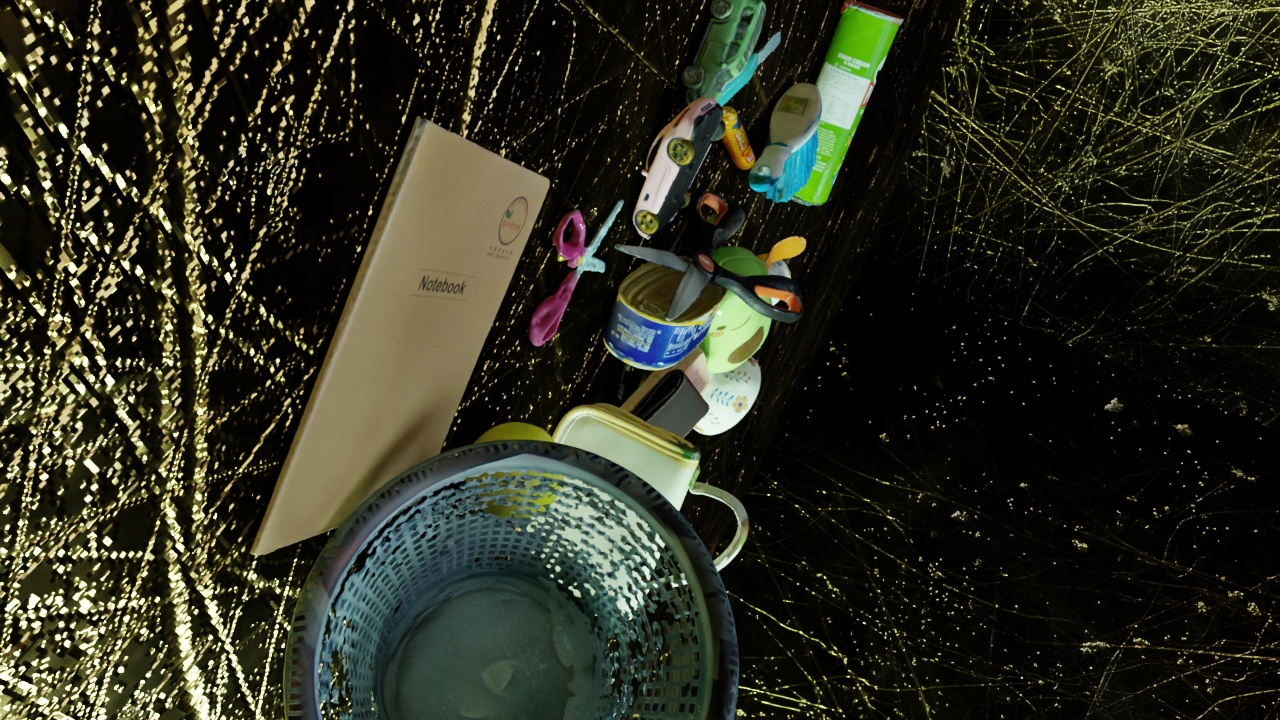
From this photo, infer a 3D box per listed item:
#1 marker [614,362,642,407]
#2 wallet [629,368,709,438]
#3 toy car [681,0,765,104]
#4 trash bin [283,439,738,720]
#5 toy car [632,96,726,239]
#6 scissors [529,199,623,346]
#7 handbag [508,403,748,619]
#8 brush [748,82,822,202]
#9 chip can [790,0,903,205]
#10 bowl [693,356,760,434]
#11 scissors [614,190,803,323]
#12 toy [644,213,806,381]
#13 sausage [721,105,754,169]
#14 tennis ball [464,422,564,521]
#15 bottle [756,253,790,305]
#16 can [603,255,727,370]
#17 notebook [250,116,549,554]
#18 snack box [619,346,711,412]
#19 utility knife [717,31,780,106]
[{"bbox_3d":[-0.005,0.005,0.868,0.020,0.022,0.132,-103,-159,-48],"label":"marker"},{"bbox_3d":[0.020,0.061,0.865,0.096,0.020,0.122,-45,156,-2],"label":"wallet"},{"bbox_3d":[0.061,-0.228,0.674,0.091,0.036,0.043,-63,168,11],"label":"toy car"},{"bbox_3d":[-0.081,0.182,0.540,0.226,0.226,0.195,-58,180,-27],"label":"trash bin"},{"bbox_3d":[0.024,-0.144,0.685,0.056,0.037,0.123,-42,166,-41],"label":"toy car"},{"bbox_3d":[-0.043,-0.061,0.625,0.133,0.017,0.128,-1,113,-79],"label":"scissors"},{"bbox_3d":[-0.004,0.136,0.775,0.063,0.179,0.163,-14,127,-79],"label":"handbag"},{"bbox_3d":[0.140,-0.202,0.909,0.313,0.060,0.110,-65,165,-47],"label":"brush"},{"bbox_3d":[0.237,-0.309,1.114,0.072,0.072,0.236,-41,153,-59],"label":"chip can"},{"bbox_3d":[0.084,0.026,1.110,0.062,0.114,0.113,38,73,-33],"label":"bowl"},{"bbox_3d":[0.069,-0.080,0.781,0.022,0.222,0.220,-42,-153,33],"label":"scissors"},{"bbox_3d":[0.087,-0.049,0.961,0.227,0.090,0.247,-47,162,-4],"label":"toy"},{"bbox_3d":[0.087,-0.203,0.843,0.021,0.021,0.165,-65,166,3],"label":"sausage"},{"bbox_3d":[-0.082,0.073,0.603,0.065,0.065,0.066,-58,165,-26],"label":"tennis ball"},{"bbox_3d":[0.155,-0.096,1.198,0.108,0.063,0.063,-47,157,-54],"label":"bottle"},{"bbox_3d":[0.022,-0.043,0.776,0.147,0.074,0.049,-41,156,-59],"label":"can"},{"bbox_3d":[-0.113,-0.008,0.466,0.208,0.008,0.147,-66,167,7],"label":"notebook"},{"bbox_3d":[0.006,0.056,0.892,0.157,0.026,0.084,-47,156,-11],"label":"snack box"},{"bbox_3d":[0.076,-0.231,0.766,0.208,0.013,0.029,-50,159,-40],"label":"utility knife"}]
